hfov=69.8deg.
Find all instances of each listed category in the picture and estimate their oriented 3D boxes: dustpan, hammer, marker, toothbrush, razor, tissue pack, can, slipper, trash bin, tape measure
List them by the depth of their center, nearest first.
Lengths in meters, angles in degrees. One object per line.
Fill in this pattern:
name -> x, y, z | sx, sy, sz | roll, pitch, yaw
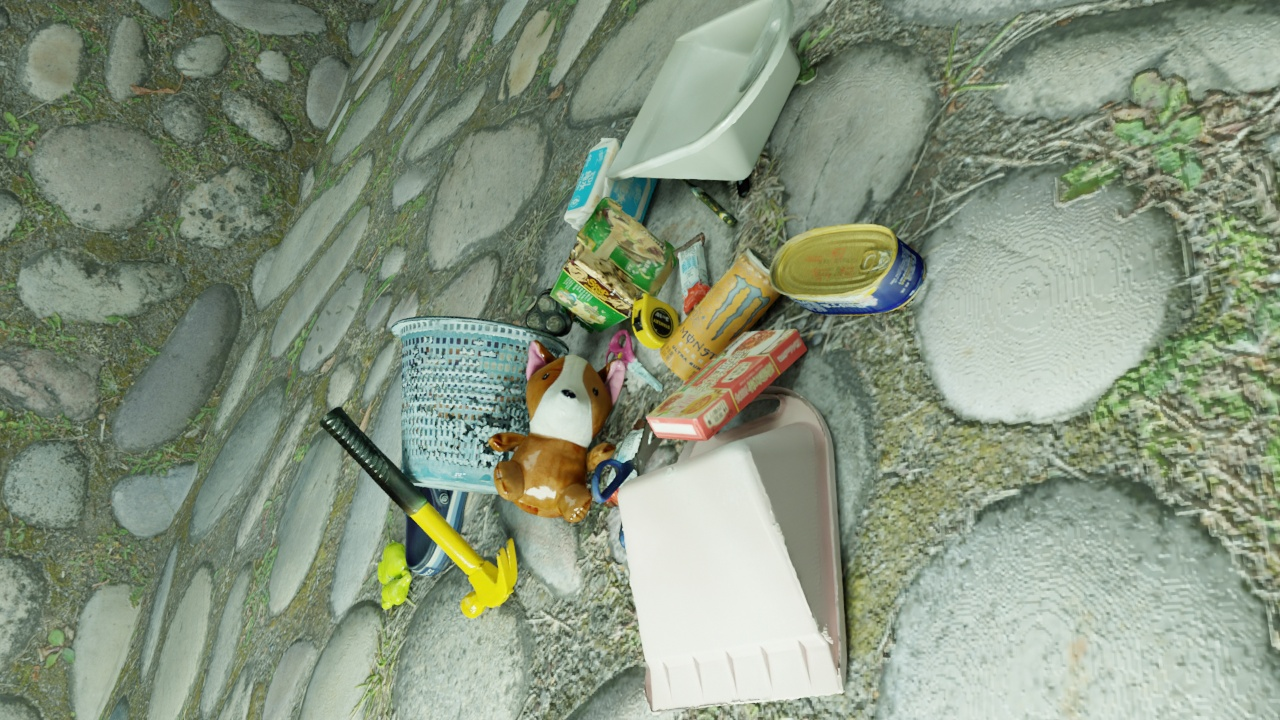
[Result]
dustpan -> 0.097, 0.161, 0.826 | 0.223, 0.138, 0.273 | -23, 77, 43
can -> 0.187, -0.081, 0.841 | 0.148, 0.049, 0.074 | 3, 69, 54
can -> 0.085, -0.044, 0.945 | 0.146, 0.058, 0.058 | -50, 35, 18
tape measure -> 0.015, -0.041, 1.039 | 0.029, 0.060, 0.057 | -19, 57, 45
dustpan -> 0.071, -0.319, 1.051 | 0.258, 0.142, 0.222 | 19, 77, 34
hammer -> -0.259, 0.172, 1.073 | 0.129, 0.300, 0.032 | -42, 3, 36
marker -> 0.116, -0.239, 1.084 | 0.018, 0.015, 0.124 | -32, 45, 36
toothbrush -> 0.074, -0.204, 1.115 | 0.012, 0.017, 0.185 | -23, 36, -8
trash bin -> -0.212, 0.065, 1.154 | 0.227, 0.226, 0.195 | -8, 72, 51
razor -> -0.092, -0.094, 1.187 | 0.062, 0.068, 0.167 | 9, 41, 18
tissue pack -> -0.034, -0.215, 1.203 | 0.063, 0.090, 0.140 | -2, 65, 54
slipper -> -0.292, 0.169, 1.274 | 0.105, 0.095, 0.252 | -20, 55, 43

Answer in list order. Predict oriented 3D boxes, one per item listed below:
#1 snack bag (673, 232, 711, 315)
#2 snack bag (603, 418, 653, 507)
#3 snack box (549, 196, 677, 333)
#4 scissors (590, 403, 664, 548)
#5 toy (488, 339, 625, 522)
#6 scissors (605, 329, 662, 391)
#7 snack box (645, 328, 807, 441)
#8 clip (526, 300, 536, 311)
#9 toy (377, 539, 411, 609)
snack bag -> 0.061, -0.100, 1.046 | 0.048, 0.026, 0.104 | -34, 41, 26
snack bag -> -0.012, 0.111, 0.992 | 0.045, 0.026, 0.105 | -6, 61, 62
snack box -> -0.042, -0.106, 1.107 | 0.106, 0.118, 0.117 | -40, 16, 50
scissors -> -0.008, 0.104, 0.904 | 0.012, 0.155, 0.166 | -14, 63, 28
toy -> -0.094, 0.077, 1.043 | 0.131, 0.140, 0.199 | 115, 173, -67
scissors -> -0.006, 0.006, 1.074 | 0.133, 0.017, 0.054 | 41, 108, 52
snack box -> 0.082, 0.021, 0.861 | 0.152, 0.025, 0.075 | -39, 20, -30
clip -> -0.116, -0.059, 1.254 | 0.103, 0.035, 0.094 | -11, 53, 41
toy -> -0.350, 0.303, 1.308 | 0.097, 0.031, 0.100 | -29, 50, 41
